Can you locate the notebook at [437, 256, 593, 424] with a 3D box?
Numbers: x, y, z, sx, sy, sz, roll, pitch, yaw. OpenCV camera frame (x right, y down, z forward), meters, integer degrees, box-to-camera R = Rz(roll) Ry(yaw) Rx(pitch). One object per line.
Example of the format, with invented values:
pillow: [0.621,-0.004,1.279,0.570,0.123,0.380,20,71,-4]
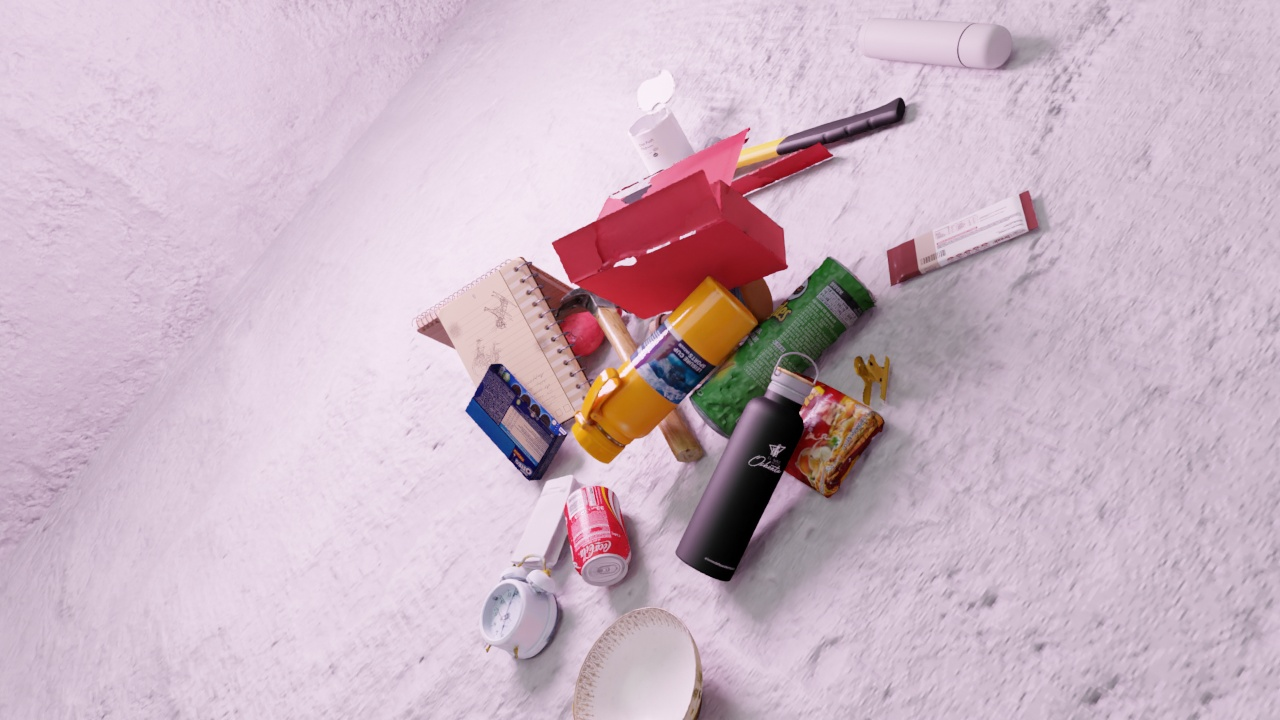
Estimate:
notebook: [-0.167,-0.009,1.245,0.168,0.225,0.024,-29,-4,25]

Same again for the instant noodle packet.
instant noodle packet: [0.176,0.073,0.925,0.098,0.039,0.135,-57,36,-1]

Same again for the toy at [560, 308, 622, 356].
toy: [-0.085,-0.040,1.301,0.135,0.045,0.091,-34,34,2]

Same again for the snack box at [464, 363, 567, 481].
snack box: [-0.166,0.081,1.214,0.150,0.027,0.082,44,115,27]

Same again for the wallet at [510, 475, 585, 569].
wallet: [-0.109,0.198,1.118,0.086,0.032,0.116,-12,50,55]

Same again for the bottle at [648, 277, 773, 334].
bottle: [0.080,-0.057,1.124,0.157,0.068,0.067,-19,44,35]

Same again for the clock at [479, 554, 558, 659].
clock: [-0.134,0.277,1.039,0.083,0.057,0.117,-7,58,43]

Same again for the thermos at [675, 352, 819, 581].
thermos: [0.111,0.099,0.900,0.061,0.061,0.231,29,94,54]

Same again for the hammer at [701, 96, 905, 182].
hammer: [0.203,-0.295,1.249,0.324,0.029,0.126,-8,44,40]

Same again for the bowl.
bowl: [0.011,0.309,0.852,0.145,0.063,0.145,-28,40,27]

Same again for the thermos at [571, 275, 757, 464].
thermos: [0.016,0.010,1.012,0.233,0.091,0.076,-46,14,12]

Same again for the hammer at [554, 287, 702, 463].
hammer: [-0.007,0.007,1.140,0.330,0.132,0.033,59,134,45]

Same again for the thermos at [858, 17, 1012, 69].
thermos: [0.368,-0.402,1.159,0.052,0.052,0.224,-50,35,-3]

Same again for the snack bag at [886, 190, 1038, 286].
snack bag: [0.335,-0.127,0.967,0.158,0.013,0.056,-24,44,31]

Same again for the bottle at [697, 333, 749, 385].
bottle: [0.079,-0.001,1.076,0.109,0.063,0.063,-31,38,30]

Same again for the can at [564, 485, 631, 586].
can: [-0.048,0.194,1.023,0.064,0.064,0.104,-37,37,15]

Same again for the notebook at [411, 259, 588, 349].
notebook: [-0.204,-0.068,1.350,0.211,0.169,0.022,-27,56,27]

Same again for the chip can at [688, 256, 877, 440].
chip can: [0.152,-0.010,0.999,0.223,0.075,0.075,-45,35,5]

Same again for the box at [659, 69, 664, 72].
box: [0.036,-0.357,1.409,0.083,0.137,0.142,-10,38,34]

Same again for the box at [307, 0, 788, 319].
box: [-0.065,-0.235,0.931,0.216,0.510,0.140,-18,44,36]

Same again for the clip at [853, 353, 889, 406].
clip: [0.234,0.013,0.916,0.044,0.050,0.053,10,58,12]
